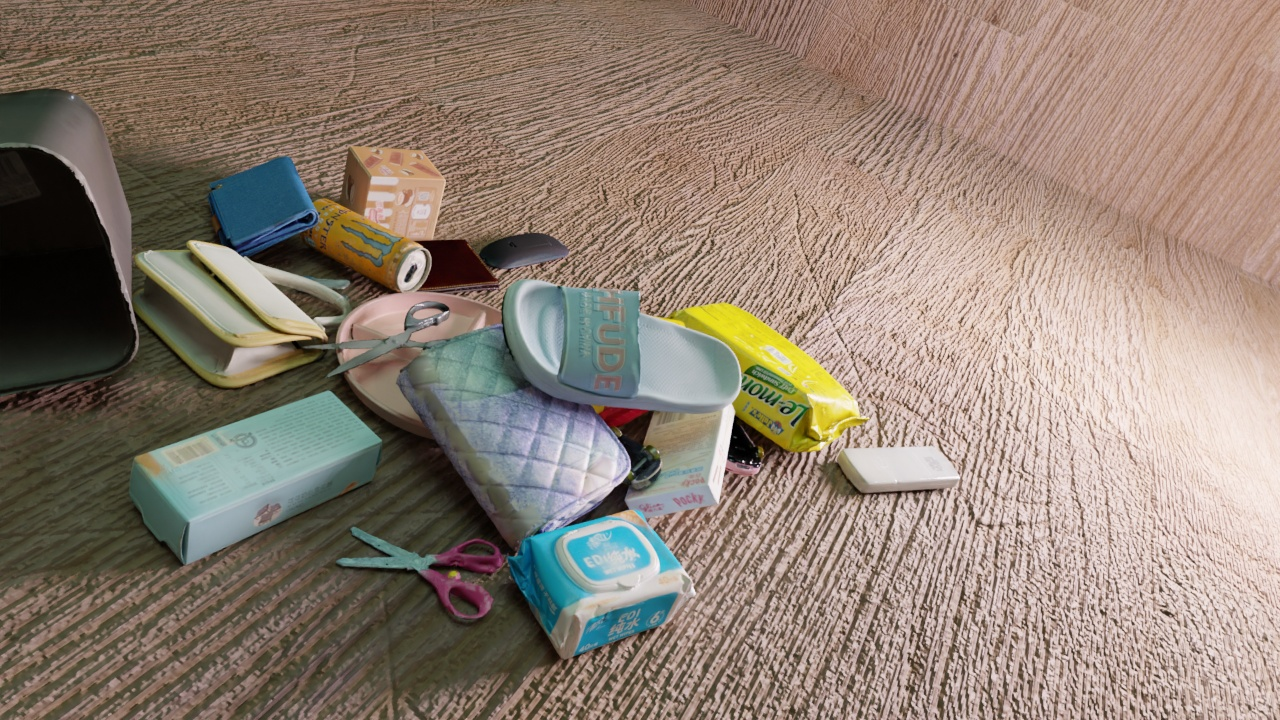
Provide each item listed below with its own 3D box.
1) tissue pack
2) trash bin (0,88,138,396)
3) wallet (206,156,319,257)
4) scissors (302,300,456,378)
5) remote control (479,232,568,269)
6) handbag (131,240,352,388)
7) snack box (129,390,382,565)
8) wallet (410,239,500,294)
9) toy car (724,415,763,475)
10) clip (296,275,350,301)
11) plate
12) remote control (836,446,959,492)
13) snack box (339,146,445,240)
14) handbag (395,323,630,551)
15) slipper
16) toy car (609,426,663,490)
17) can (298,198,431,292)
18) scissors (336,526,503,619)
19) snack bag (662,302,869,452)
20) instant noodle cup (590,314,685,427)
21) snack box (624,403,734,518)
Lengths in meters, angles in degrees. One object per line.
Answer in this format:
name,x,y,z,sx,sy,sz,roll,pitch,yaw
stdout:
tissue pack,-0.031,0.175,0.743,0.139,0.063,0.090,-7,42,-38
trash bin,-0.522,-0.110,0.742,0.198,0.199,0.219,-11,35,-17
wallet,-0.415,-0.167,1.002,0.106,0.040,0.133,-28,47,-12
scissors,-0.235,-0.018,0.902,0.159,0.014,0.173,15,35,-7
remote control,-0.146,-0.144,1.180,0.053,0.024,0.136,41,37,25
handbag,-0.373,-0.059,0.890,0.163,0.063,0.178,37,32,20
snack box,-0.297,0.087,0.724,0.074,0.052,0.174,39,37,22
wallet,-0.238,-0.111,1.081,0.122,0.020,0.096,-11,50,-42
toy car,0.090,0.086,0.974,0.056,0.037,0.122,16,20,-20
clip,-0.336,-0.078,0.974,0.057,0.029,0.024,14,31,0
plate,-0.191,0.006,0.929,0.229,0.028,0.229,16,33,-11
remote control,0.296,0.125,1.051,0.149,0.021,0.058,2,37,-28
snack box,-0.299,-0.196,1.099,0.094,0.093,0.077,-6,42,-37
handbag,-0.111,0.064,0.814,0.133,0.076,0.194,-22,67,-44
slipper,-0.008,-0.010,0.828,0.245,0.074,0.103,14,62,-24
toy car,-0.017,0.095,0.871,0.090,0.035,0.042,22,54,42
can,-0.305,-0.126,1.013,0.146,0.058,0.058,26,32,18
scissors,-0.170,0.157,0.733,0.136,0.017,0.105,24,33,10
snack bag,0.136,0.012,1.056,0.246,0.068,0.157,37,24,22
instant noodle cup,-0.006,0.006,0.955,0.123,0.116,0.116,-4,67,-53
snack box,0.042,0.091,0.900,0.085,0.027,0.156,-15,27,20
